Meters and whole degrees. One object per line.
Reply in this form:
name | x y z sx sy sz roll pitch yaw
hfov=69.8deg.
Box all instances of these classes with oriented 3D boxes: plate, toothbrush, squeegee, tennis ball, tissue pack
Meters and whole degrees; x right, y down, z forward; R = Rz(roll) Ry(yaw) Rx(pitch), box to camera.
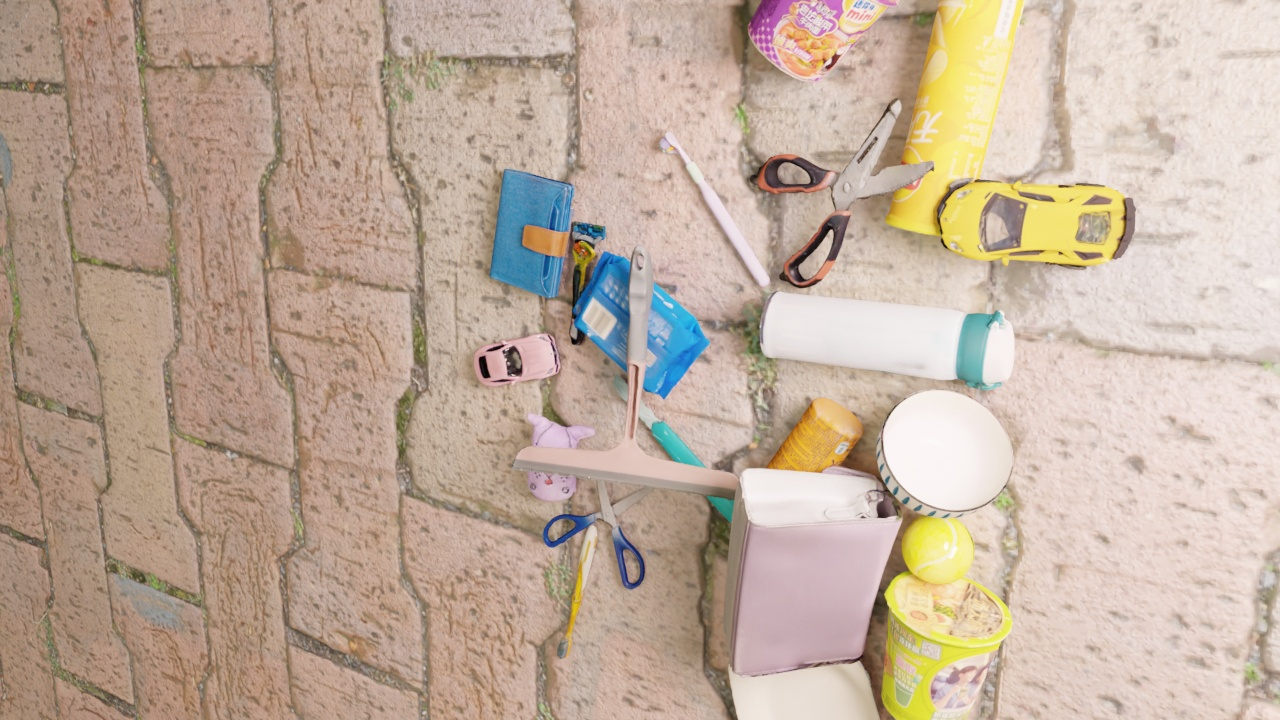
plate | 0.180 0.377 0.976 0.164 0.034 0.164 -9 95 32
toothbrush | 0.077 -0.154 0.944 0.021 0.029 0.189 -32 82 -7
squeegee | -0.006 0.006 0.952 0.248 0.040 0.250 7 100 14
tennis ball | 0.279 0.176 0.860 0.066 0.065 0.065 6 103 30
tissue pack | -0.001 -0.039 0.994 0.157 0.052 0.095 42 119 17
toothbrush | -0.079 0.286 1.123 0.016 0.018 0.191 22 110 24

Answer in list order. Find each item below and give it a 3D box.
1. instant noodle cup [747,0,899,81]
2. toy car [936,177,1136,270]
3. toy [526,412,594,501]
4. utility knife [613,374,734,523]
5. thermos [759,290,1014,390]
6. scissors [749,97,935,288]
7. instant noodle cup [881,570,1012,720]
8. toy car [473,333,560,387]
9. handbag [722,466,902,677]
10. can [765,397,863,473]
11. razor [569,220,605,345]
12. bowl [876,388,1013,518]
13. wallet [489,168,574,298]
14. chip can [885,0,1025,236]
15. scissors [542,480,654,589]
instant noodle cup | 0.157 -0.312 0.818 0.111 0.111 0.099 48 128 14
toy car | 0.325 -0.113 0.760 0.156 0.041 0.071 4 106 0
toy | -0.101 0.119 1.093 0.084 0.038 0.108 11 104 7
utility knife | 0.043 0.098 1.016 0.223 0.013 0.029 48 121 12
thermos | 0.227 -0.019 0.853 0.225 0.073 0.073 9 104 29
scissors | 0.176 -0.149 0.846 0.227 0.015 0.189 26 125 49
instant noodle cup | 0.276 0.279 0.863 0.112 0.111 0.123 17 115 27
toy car | -0.152 0.001 1.102 0.123 0.037 0.056 -11 95 31
handbag | 0.158 0.203 0.885 0.145 0.098 0.197 2 121 0
can | 0.161 0.108 0.921 0.058 0.058 0.146 40 117 19
razor | -0.069 -0.085 1.044 0.043 0.022 0.143 16 108 30
bowl | 0.270 0.091 0.836 0.116 0.116 0.066 42 161 18
wallet | -0.126 -0.146 1.058 0.106 0.040 0.133 21 110 31
chip can | 0.269 -0.215 0.784 0.072 0.071 0.213 18 109 27
scissors | -0.039 0.192 1.075 0.173 0.012 0.162 -33 88 23
